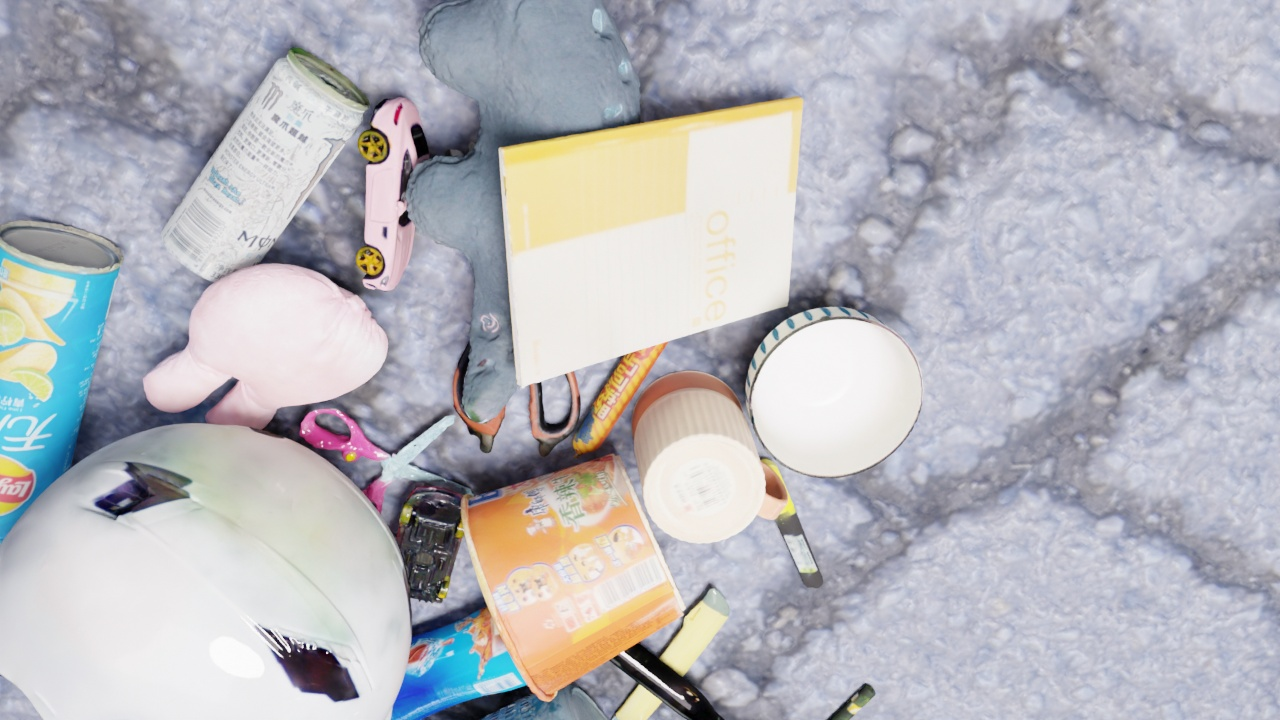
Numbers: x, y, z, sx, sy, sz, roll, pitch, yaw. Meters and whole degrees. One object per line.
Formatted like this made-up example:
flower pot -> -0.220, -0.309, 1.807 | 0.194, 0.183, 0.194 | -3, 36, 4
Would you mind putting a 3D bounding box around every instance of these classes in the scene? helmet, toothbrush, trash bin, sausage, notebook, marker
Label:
helmet -> -0.245, 0.131, 0.568 | 0.258, 0.228, 0.146 | 33, 109, 2
toothbrush -> 0.136, 0.342, 0.781 | 0.017, 0.012, 0.186 | 34, 105, -20
toothbrush -> 0.037, 0.269, 0.723 | 0.212, 0.026, 0.027 | 40, 143, -6
trash bin -> -0.096, 0.355, 0.683 | 0.195, 0.226, 0.226 | -34, 109, -4
sausage -> -0.004, 0.004, 0.643 | 0.021, 0.021, 0.165 | 29, 106, -13
notebook -> 0.014, -0.075, 0.559 | 0.205, 0.010, 0.146 | -17, 123, -28
marker -> 0.114, 0.126, 0.700 | 0.018, 0.015, 0.124 | -23, 113, 6

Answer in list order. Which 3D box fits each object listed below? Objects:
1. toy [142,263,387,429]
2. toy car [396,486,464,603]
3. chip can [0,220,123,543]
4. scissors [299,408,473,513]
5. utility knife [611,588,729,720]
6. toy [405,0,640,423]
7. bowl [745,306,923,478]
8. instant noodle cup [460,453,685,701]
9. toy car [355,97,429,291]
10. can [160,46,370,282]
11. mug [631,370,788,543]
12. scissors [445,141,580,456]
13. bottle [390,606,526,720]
toy -> -0.246, -0.003, 0.600 | 0.160, 0.054, 0.121 | -30, 137, 17
toy car -> -0.156, 0.134, 0.676 | 0.049, 0.031, 0.106 | 14, 120, -11
chip can -> -0.401, 0.018, 0.601 | 0.071, 0.071, 0.210 | 21, 108, -10
scissors -> -0.185, 0.080, 0.663 | 0.133, 0.017, 0.136 | 24, 111, -19
utility knife -> 0.023, 0.246, 0.737 | 0.031, 0.018, 0.163 | 31, 104, -9
toy -> -0.066, -0.132, 0.544 | 0.137, 0.091, 0.357 | -9, 115, -27
bowl -> 0.127, 0.015, 0.630 | 0.116, 0.066, 0.116 | -1, 111, -3
instant noodle cup -> -0.042, 0.140, 0.632 | 0.111, 0.151, 0.151 | -24, 110, -3
toy car -> -0.154, -0.103, 0.579 | 0.037, 0.056, 0.122 | 9, 110, 1
can -> -0.232, -0.117, 0.567 | 0.058, 0.058, 0.147 | 38, 104, -15
mug -> 0.050, 0.071, 0.626 | 0.114, 0.105, 0.082 | 31, 106, -13
scissors -> -0.106, -0.034, 0.627 | 0.206, 0.015, 0.194 | 39, 104, -15
bottle -> -0.183, 0.246, 0.701 | 0.219, 0.065, 0.065 | -21, 110, 6
